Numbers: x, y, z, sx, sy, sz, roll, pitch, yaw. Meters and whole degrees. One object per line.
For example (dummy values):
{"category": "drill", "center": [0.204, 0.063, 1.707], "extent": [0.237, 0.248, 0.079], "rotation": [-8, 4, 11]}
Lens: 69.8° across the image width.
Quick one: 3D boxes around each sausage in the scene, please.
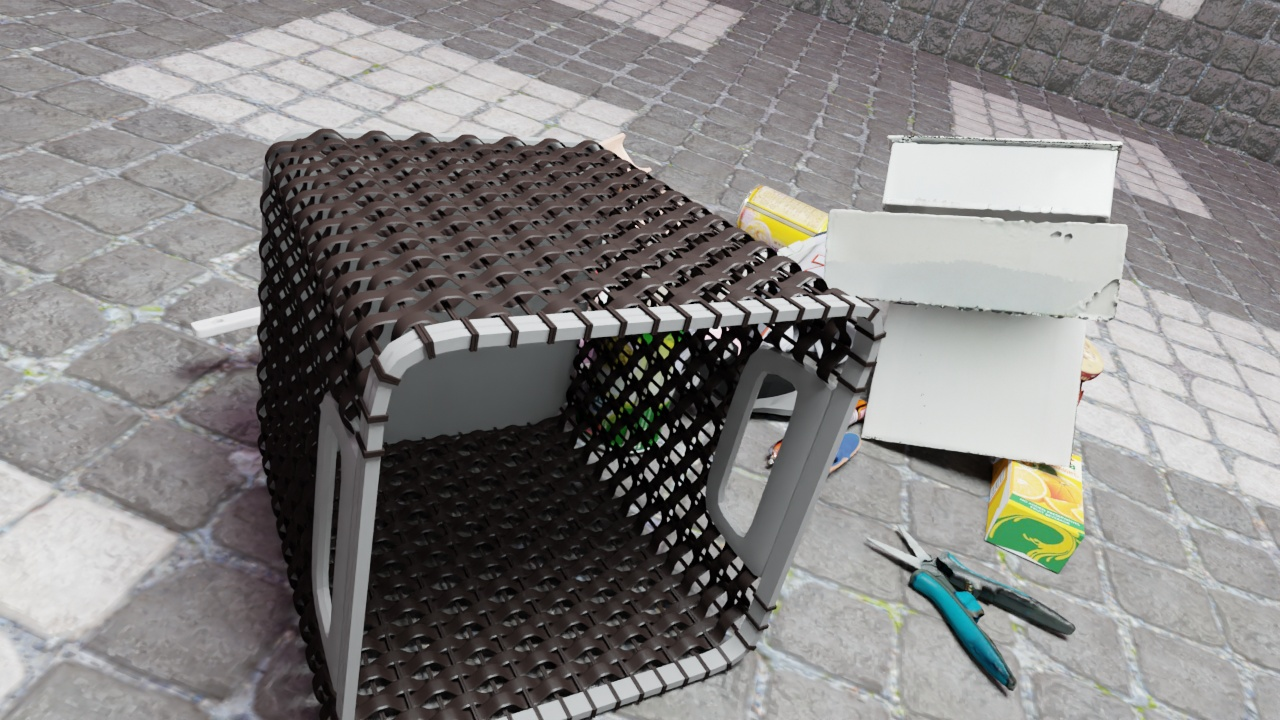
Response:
{"category": "sausage", "center": [0.151, 0.057, 0.762], "extent": [0.020, 0.020, 0.154], "rotation": [37, 37, 29]}

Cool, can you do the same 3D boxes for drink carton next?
{"category": "drink carton", "center": [0.319, 0.108, 0.741], "extent": [0.058, 0.041, 0.122], "rotation": [24, 32, 12]}

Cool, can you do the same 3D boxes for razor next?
{"category": "razor", "center": [0.096, 0.021, 0.765], "extent": [0.156, 0.060, 0.057], "rotation": [20, 38, -33]}

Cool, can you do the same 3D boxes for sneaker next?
{"category": "sneaker", "center": [0.174, -0.053, 0.892], "extent": [0.239, 0.089, 0.124], "rotation": [-14, 47, -27]}

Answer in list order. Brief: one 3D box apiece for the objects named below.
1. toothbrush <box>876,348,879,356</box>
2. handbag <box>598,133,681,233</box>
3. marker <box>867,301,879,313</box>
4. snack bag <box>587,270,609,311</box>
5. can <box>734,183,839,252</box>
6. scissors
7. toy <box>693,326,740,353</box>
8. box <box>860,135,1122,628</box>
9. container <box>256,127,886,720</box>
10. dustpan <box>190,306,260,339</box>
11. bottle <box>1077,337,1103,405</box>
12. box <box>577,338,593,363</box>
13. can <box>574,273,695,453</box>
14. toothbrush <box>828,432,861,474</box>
{"category": "toothbrush", "center": [0.294, 0.000, 0.919], "extent": [0.135, 0.016, 0.021], "rotation": [11, 31, -10]}
{"category": "handbag", "center": [-0.041, -0.118, 0.916], "extent": [0.187, 0.117, 0.198], "rotation": [53, 30, -5]}
{"category": "marker", "center": [0.230, -0.033, 0.944], "extent": [0.022, 0.016, 0.138], "rotation": [1, 26, 20]}
{"category": "snack bag", "center": [-0.095, -0.084, 0.817], "extent": [0.225, 0.041, 0.077], "rotation": [23, -7, 13]}
{"category": "can", "center": [0.167, -0.150, 1.044], "extent": [0.105, 0.068, 0.067], "rotation": [29, 34, 19]}
{"category": "scissors", "center": [0.235, 0.164, 0.637], "extent": [0.118, 0.019, 0.148], "rotation": [3, 33, -21]}
{"category": "toy", "center": [0.053, -0.017, 0.803], "extent": [0.096, 0.053, 0.098], "rotation": [30, 33, -3]}
{"category": "box", "center": [0.290, 0.021, 0.800], "extent": [0.167, 0.447, 0.164], "rotation": [8, 27, 23]}
{"category": "container", "center": [-0.070, 0.023, 0.505], "extent": [0.245, 0.248, 0.243], "rotation": [-6, 35, -32]}
{"category": "dustpan", "center": [-0.193, -0.065, 0.670], "extent": [0.257, 0.033, 0.163], "rotation": [-19, 33, -33]}
{"category": "bottle", "center": [0.342, 0.019, 0.825], "extent": [0.099, 0.111, 0.098], "rotation": [17, 40, -15]}
{"category": "box", "center": [-0.139, -0.030, 0.711], "extent": [0.200, 0.041, 0.153], "rotation": [-6, 30, -32]}
{"category": "can", "center": [-0.004, 0.004, 0.675], "extent": [0.067, 0.121, 0.067], "rotation": [12, 32, -8]}
{"category": "toothbrush", "center": [0.147, 0.083, 0.723], "extent": [0.021, 0.017, 0.134], "rotation": [33, 35, 20]}
